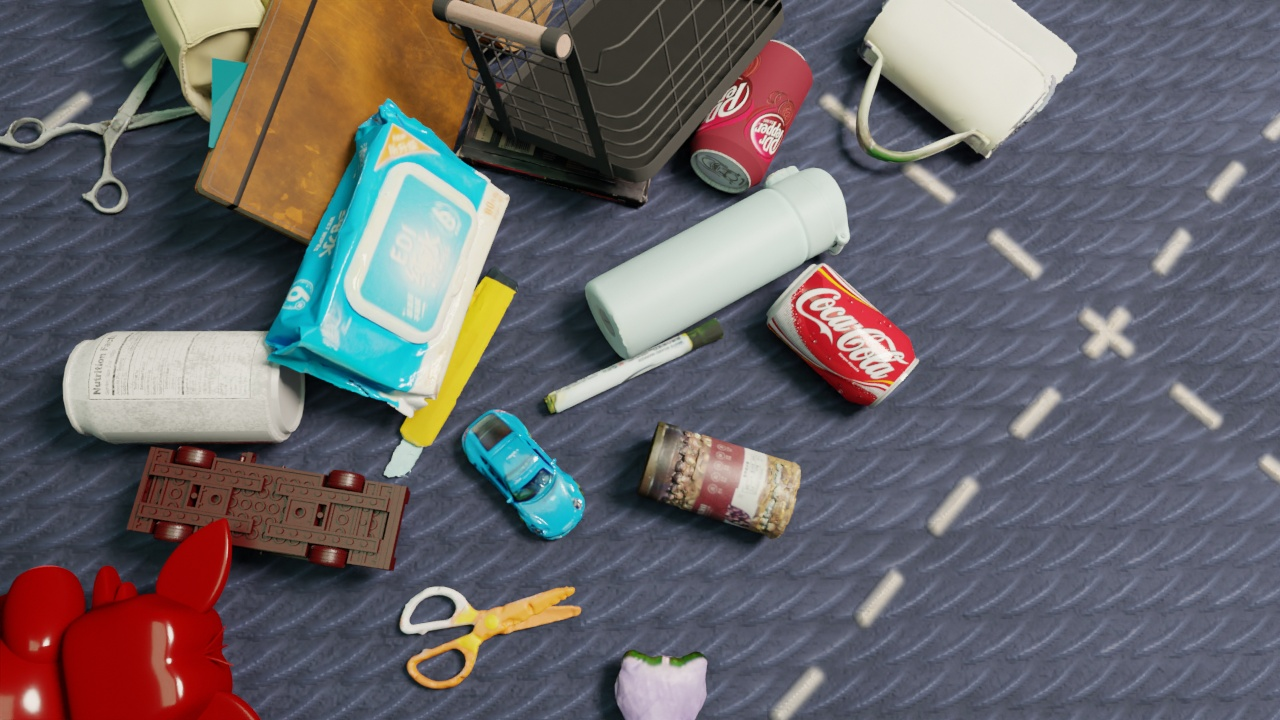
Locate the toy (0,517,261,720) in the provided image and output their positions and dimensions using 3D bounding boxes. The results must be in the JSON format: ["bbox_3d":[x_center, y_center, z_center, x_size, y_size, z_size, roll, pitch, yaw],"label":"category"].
[{"bbox_3d":[-0.328,0.199,0.562,0.197,0.120,0.158,-18,74,1],"label":"toy"}]

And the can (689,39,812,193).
[{"bbox_3d":[0.088,-0.194,0.729,0.063,0.063,0.114,27,74,4],"label":"can"}]

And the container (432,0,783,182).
[{"bbox_3d":[-0.015,-0.265,0.670,0.163,0.130,0.240,26,66,27],"label":"container"}]

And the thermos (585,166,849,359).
[{"bbox_3d":[0.062,-0.077,0.693,0.206,0.065,0.078,-29,77,-11],"label":"thermos"}]

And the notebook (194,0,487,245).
[{"bbox_3d":[-0.217,-0.187,0.675,0.178,0.014,0.249,27,69,-38],"label":"notebook"}]

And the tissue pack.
[{"bbox_3d":[-0.172,-0.074,0.653,0.117,0.066,0.209,31,65,-37],"label":"tissue pack"}]

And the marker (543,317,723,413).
[{"bbox_3d":[-0.004,0.004,0.692,0.146,0.017,0.017,-24,77,-10],"label":"marker"}]

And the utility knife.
[{"bbox_3d":[-0.141,0.009,0.680,0.030,0.017,0.175,25,74,8],"label":"utility knife"}]

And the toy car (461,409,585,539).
[{"bbox_3d":[-0.083,0.080,0.657,0.048,0.032,0.105,-40,82,-14],"label":"toy car"}]

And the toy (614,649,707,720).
[{"bbox_3d":[0.022,0.246,0.617,0.080,0.036,0.099,4,79,-13],"label":"toy"}]

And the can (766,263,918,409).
[{"bbox_3d":[0.150,-0.018,0.684,0.105,0.064,0.064,44,76,8],"label":"can"}]

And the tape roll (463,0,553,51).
[{"bbox_3d":[-0.101,-0.296,0.726,0.027,0.094,0.093,27,74,14],"label":"tape roll"}]

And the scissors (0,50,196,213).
[{"bbox_3d":[-0.422,-0.182,0.713,0.171,0.014,0.141,4,76,-7],"label":"scissors"}]

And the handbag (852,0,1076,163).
[{"bbox_3d":[0.245,-0.229,0.745,0.151,0.074,0.175,44,77,8],"label":"handbag"}]

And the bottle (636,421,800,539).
[{"bbox_3d":[0.055,0.085,0.653,0.105,0.056,0.056,17,74,0],"label":"bottle"}]

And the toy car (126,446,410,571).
[{"bbox_3d":[-0.245,0.102,0.623,0.170,0.062,0.070,9,74,-2],"label":"toy car"}]

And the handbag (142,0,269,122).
[{"bbox_3d":[-0.327,-0.260,0.693,0.081,0.111,0.119,-24,79,-26],"label":"handbag"}]

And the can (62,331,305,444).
[{"bbox_3d":[-0.310,0.018,0.633,0.136,0.078,0.078,0,74,-4],"label":"can"}]

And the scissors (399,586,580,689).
[{"bbox_3d":[-0.104,0.175,0.640,0.131,0.013,0.073,-21,77,-9],"label":"scissors"}]

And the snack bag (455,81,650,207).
[{"bbox_3d":[-0.062,-0.175,0.736,0.155,0.018,0.074,15,73,-1],"label":"snack bag"}]
